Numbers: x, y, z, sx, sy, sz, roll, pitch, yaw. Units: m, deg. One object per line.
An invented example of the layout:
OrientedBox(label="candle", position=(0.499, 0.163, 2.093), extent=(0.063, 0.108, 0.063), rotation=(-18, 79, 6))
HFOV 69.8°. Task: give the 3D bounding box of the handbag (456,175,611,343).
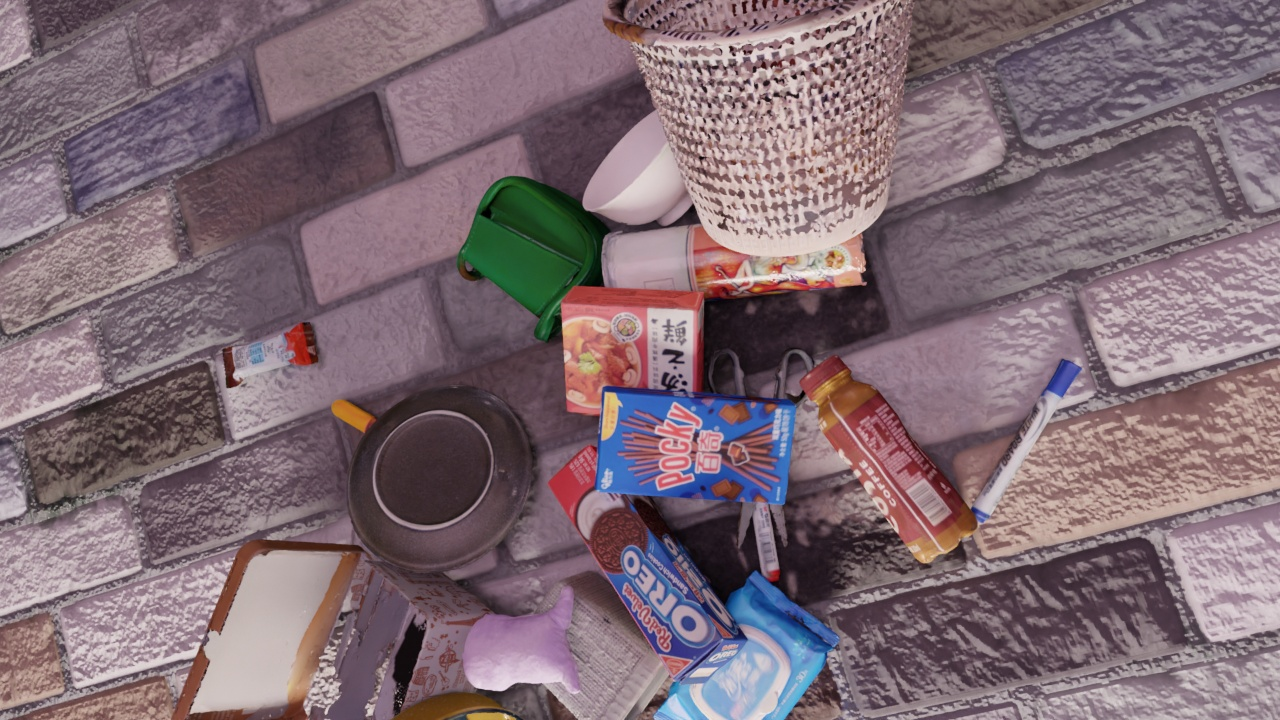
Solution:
OrientedBox(label="handbag", position=(-0.096, -0.096, 0.834), extent=(0.131, 0.068, 0.120), rotation=(39, 105, 13))

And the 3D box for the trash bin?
OrientedBox(label="trash bin", position=(0.103, -0.194, 0.681), extent=(0.228, 0.226, 0.192), rotation=(-4, 129, 16))

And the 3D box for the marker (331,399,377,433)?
OrientedBox(label="marker", position=(-0.248, 0.071, 0.891), extent=(0.124, 0.015, 0.018), rotation=(28, 96, 13))

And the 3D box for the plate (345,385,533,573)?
OrientedBox(label="plate", position=(-0.186, 0.102, 0.834), extent=(0.179, 0.024, 0.179), rotation=(-4, 65, 7))

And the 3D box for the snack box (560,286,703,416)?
OrientedBox(label="snack box", position=(-0.005, 0.005, 0.774), extent=(0.113, 0.044, 0.127), rotation=(3, 116, 10))

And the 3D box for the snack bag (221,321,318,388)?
OrientedBox(label="snack bag", position=(-0.375, -0.005, 0.925), extent=(0.104, 0.026, 0.048), rotation=(-18, 76, 15))

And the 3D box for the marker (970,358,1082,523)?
OrientedBox(label="marker", position=(0.305, 0.065, 0.730), extent=(0.017, 0.017, 0.146), rotation=(31, 96, 15))

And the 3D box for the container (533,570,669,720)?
OrientedBox(label="container", position=(-0.036, 0.247, 0.783), extent=(0.114, 0.090, 0.090), rotation=(36, 96, 18))

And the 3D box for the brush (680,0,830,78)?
OrientedBox(label="brush", position=(0.092, -0.303, 0.788), extent=(0.146, 0.063, 0.069), rotation=(40, 85, 16))

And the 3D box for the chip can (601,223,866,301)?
OrientedBox(label="chip can", position=(0.079, -0.086, 0.776), extent=(0.215, 0.071, 0.071), rotation=(-6, 85, 15))

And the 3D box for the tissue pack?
OrientedBox(label="tissue pack", position=(0.085, 0.264, 0.764), extent=(0.095, 0.052, 0.157), rotation=(35, 97, 15))

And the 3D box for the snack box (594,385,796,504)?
OrientedBox(label="snack box", position=(0.044, 0.069, 0.746), extent=(0.157, 0.026, 0.084), rotation=(4, 101, -4))

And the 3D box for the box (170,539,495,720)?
OrientedBox(label="box", position=(-0.259, 0.262, 0.779), extent=(0.157, 0.192, 0.183), rotation=(20, 93, 41))

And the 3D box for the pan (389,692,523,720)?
OrientedBox(label="pan", position=(-0.157, 0.450, 0.780), extent=(0.078, 0.197, 0.358), rotation=(22, 122, 45))

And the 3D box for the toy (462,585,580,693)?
OrientedBox(label="toy", position=(-0.099, 0.230, 0.742), extent=(0.108, 0.039, 0.083), rotation=(-16, 61, 23))

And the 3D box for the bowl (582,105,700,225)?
OrientedBox(label="bowl", position=(0.013, -0.156, 0.795), extent=(0.064, 0.118, 0.118), rotation=(39, 99, -24))

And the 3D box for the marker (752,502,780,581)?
OrientedBox(label="marker", position=(0.100, 0.116, 0.786), extent=(0.017, 0.017, 0.145), rotation=(-10, 84, 15))

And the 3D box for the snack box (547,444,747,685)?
OrientedBox(label="snack box", position=(0.003, 0.166, 0.764), extent=(0.057, 0.058, 0.207), rotation=(-43, 60, 10))

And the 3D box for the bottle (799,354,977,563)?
OrientedBox(label="bottle", position=(0.195, 0.075, 0.740), extent=(0.057, 0.057, 0.175), rotation=(-37, 78, 11))

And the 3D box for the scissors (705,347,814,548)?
OrientedBox(label="scissors", position=(0.103, 0.064, 0.776), extent=(0.170, 0.014, 0.159), rotation=(-45, 88, -5))
